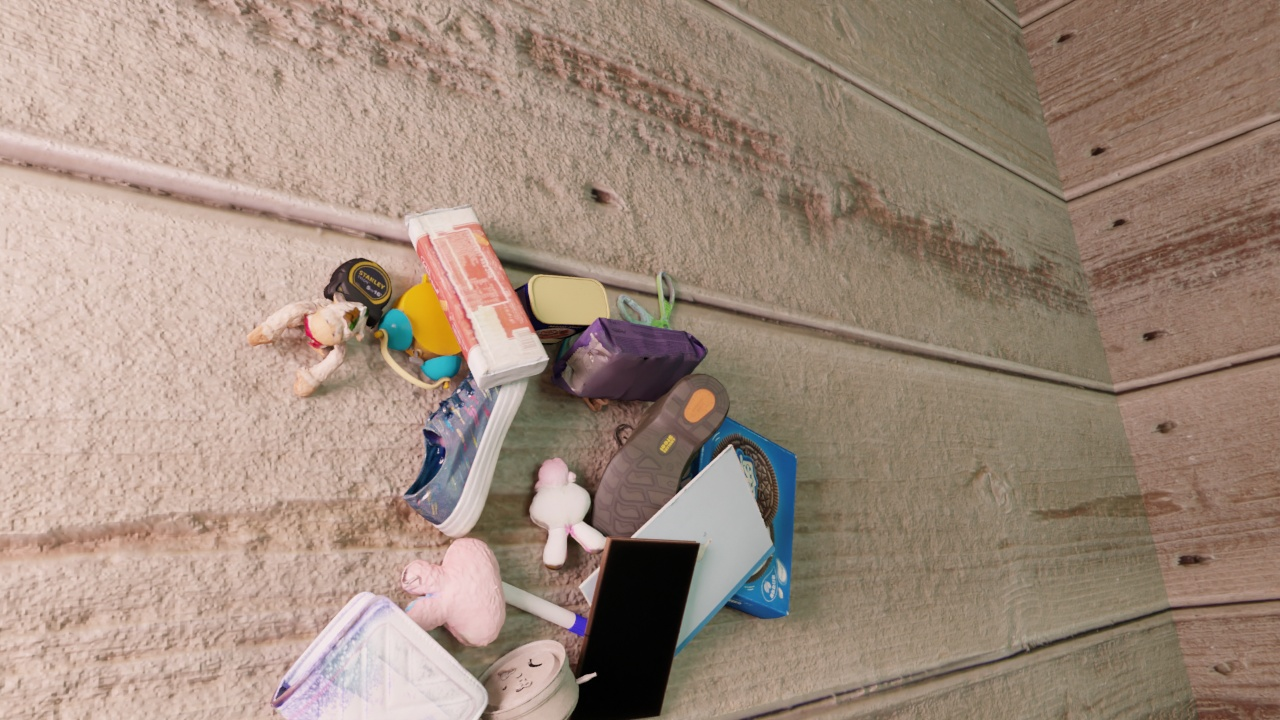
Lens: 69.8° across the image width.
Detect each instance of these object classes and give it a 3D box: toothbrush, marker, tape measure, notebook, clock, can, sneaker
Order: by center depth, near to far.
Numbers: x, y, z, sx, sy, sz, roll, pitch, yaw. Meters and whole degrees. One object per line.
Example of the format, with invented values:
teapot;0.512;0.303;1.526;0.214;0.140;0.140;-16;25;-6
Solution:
clock;-0.125;0.344;0.899;0.156;0.104;0.061;-34;107;-32
tape measure;-0.286;-0.073;0.937;0.061;0.034;0.061;40;52;-29
sneaker;-0.184;0.062;0.956;0.079;0.088;0.235;31;61;-32
clock;-0.228;-0.030;0.977;0.099;0.044;0.129;41;42;-27
marker;-0.108;0.269;0.996;0.141;0.020;0.020;34;53;-32
notebook;-0.007;0.302;1.028;0.141;0.008;0.209;13;91;-42
can;-0.109;-0.056;1.067;0.116;0.092;0.056;0;75;-46
notebook;0.054;0.244;1.083;0.252;0.009;0.181;-39;121;-26
sneaker;0.010;0.119;1.132;0.101;0.143;0.237;36;82;-5
toothbrush;-0.084;-0.040;1.143;0.022;0.017;0.135;45;46;-41

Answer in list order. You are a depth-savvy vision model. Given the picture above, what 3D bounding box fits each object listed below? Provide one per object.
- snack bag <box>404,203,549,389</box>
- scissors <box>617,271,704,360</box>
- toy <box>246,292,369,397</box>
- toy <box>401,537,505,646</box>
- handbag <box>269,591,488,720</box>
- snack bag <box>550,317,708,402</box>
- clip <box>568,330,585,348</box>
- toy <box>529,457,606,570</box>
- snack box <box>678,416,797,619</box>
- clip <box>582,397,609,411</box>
snack bag;-0.176;-0.072;0.973;0.077;0.041;0.225;-16;59;-26
scissors;0.028;-0.045;1.266;0.172;0.023;0.171;16;61;-47
toy;-0.296;-0.023;0.862;0.085;0.106;0.074;61;22;-20
toy;-0.186;0.231;0.912;0.105;0.053;0.108;4;72;-33
handbag;-0.233;0.302;0.826;0.158;0.069;0.126;50;60;-18
snack bag;-0.007;0.006;1.114;0.205;0.097;0.058;6;44;-50
clip;-0.068;-0.023;1.139;0.055;0.046;0.102;-40;116;-59
toy;-0.088;0.171;1.040;0.079;0.038;0.122;-11;80;-24
snack box;0.124;0.206;1.230;0.195;0.056;0.238;29;56;-34
clip;-0.063;0.038;1.134;0.026;0.059;0.052;-45;147;-44
